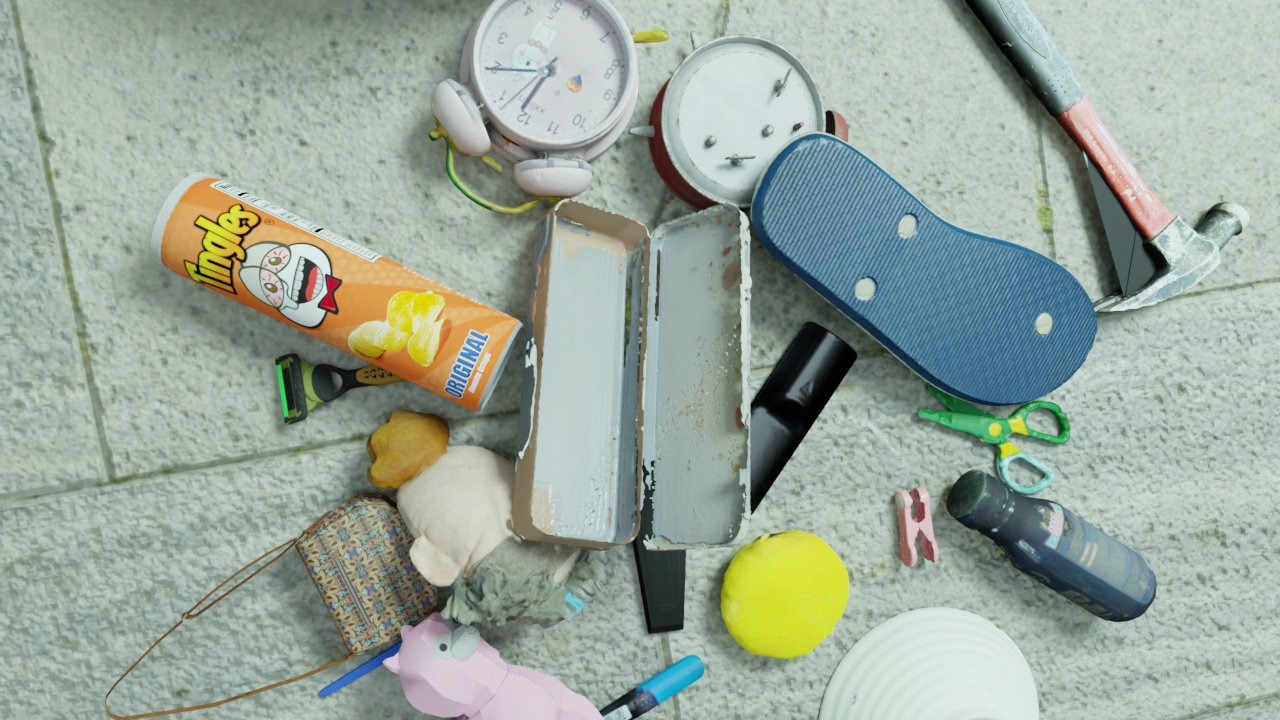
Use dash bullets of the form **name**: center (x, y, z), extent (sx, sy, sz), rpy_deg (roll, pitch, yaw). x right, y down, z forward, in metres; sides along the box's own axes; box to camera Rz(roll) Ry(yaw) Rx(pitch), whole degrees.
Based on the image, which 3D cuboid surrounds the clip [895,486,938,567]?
- **clip**: center (0.194, 0.122, 0.667), extent (0.039, 0.023, 0.059), rpy_deg (-4, 88, -7)

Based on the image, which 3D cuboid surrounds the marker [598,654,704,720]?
- **marker**: center (-0.010, 0.242, 0.641), extent (0.123, 0.015, 0.018), rpy_deg (-30, 95, -4)

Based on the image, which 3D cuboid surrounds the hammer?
- **hammer**: center (0.303, -0.178, 0.662), extent (0.140, 0.036, 0.326), rpy_deg (-41, 99, -7)

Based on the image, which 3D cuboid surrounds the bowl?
- **bowl**: center (0.223, 0.274, 0.655), extent (0.177, 0.071, 0.177), rpy_deg (0, 93, -10)

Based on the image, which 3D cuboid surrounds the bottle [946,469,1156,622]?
- **bottle**: center (0.297, 0.133, 0.667), extent (0.160, 0.056, 0.056), rpy_deg (30, 88, -10)

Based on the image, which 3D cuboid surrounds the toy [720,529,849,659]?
- **toy**: center (0.101, 0.164, 0.643), extent (0.095, 0.041, 0.094), rpy_deg (-17, 101, -9)

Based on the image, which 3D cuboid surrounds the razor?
- **razor**: center (-0.160, 0.007, 0.596), extent (0.144, 0.021, 0.044), rpy_deg (-10, 82, -9)

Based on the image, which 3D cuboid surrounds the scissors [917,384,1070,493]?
- **scissors**: center (0.256, 0.060, 0.679), extent (0.132, 0.013, 0.078), rpy_deg (11, 91, -12)

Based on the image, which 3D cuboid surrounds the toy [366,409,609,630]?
- **toy**: center (-0.102, 0.100, 0.577), extent (0.176, 0.132, 0.076), rpy_deg (42, 123, 9)

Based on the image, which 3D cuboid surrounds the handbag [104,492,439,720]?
- **handbag**: center (-0.224, 0.160, 0.564), extent (0.195, 0.043, 0.093), rpy_deg (-28, 105, -25)

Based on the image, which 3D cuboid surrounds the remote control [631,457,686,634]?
- **remote control**: center (0.014, 0.130, 0.640), extent (0.039, 0.010, 0.125), rpy_deg (-5, 95, -10)

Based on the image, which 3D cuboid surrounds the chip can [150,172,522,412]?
- **chip can**: center (-0.180, -0.040, 0.559), extent (0.210, 0.062, 0.062), rpy_deg (25, 88, -4)

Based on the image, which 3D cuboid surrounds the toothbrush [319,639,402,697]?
- **toothbrush**: center (-0.132, 0.176, 0.619), extent (0.186, 0.011, 0.016), rpy_deg (-29, 98, -4)

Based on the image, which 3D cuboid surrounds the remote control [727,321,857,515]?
- **remote control**: center (0.098, 0.041, 0.645), extent (0.045, 0.021, 0.140), rpy_deg (35, 88, -9)

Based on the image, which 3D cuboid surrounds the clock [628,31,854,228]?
- **clock**: center (0.081, -0.144, 0.610), extent (0.157, 0.062, 0.110), rpy_deg (33, 87, -11)

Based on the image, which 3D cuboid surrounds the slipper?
- **slipper**: center (0.191, -0.055, 0.635), extent (0.294, 0.060, 0.118), rpy_deg (28, 90, -21)

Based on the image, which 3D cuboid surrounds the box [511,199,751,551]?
- **box**: center (-0.001, 0.003, 0.553), extent (0.121, 0.095, 0.216), rpy_deg (11, 69, -25)

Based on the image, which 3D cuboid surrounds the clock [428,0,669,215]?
- **clock**: center (-0.066, -0.168, 0.584), extent (0.117, 0.059, 0.158), rpy_deg (32, 88, -10)

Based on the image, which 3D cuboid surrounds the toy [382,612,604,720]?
- **toy**: center (-0.098, 0.232, 0.582), extent (0.157, 0.067, 0.123), rpy_deg (35, 113, -8)
